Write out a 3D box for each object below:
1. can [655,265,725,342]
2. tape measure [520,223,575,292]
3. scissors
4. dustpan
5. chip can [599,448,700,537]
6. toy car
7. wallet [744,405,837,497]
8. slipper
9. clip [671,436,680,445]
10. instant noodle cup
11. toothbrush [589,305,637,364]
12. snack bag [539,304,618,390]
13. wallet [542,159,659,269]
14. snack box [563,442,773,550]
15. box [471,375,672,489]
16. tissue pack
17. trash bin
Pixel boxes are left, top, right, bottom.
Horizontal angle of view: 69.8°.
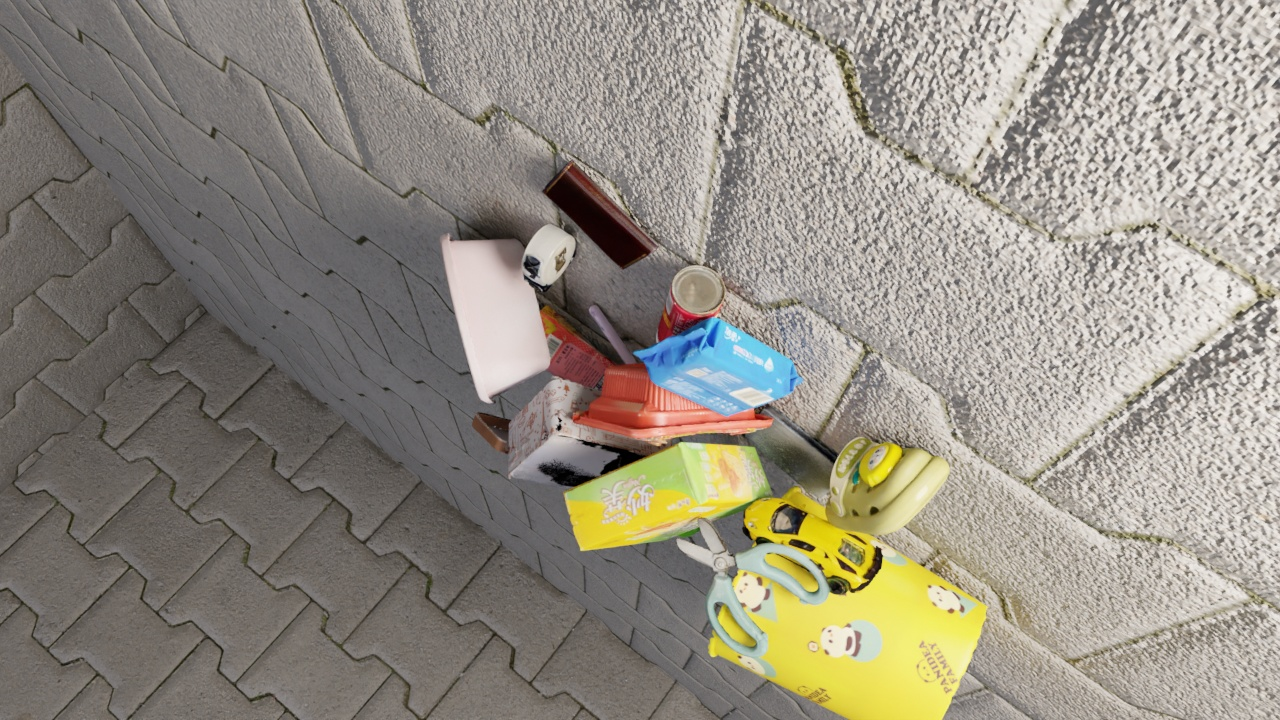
[{"bbox_3d":[0.049,-0.043,0.938,0.053,0.053,0.133,37,158,9],"label":"can"},{"bbox_3d":[-0.103,-0.117,1.025,0.033,0.065,0.066,31,159,12],"label":"tape measure"},{"bbox_3d":[0.125,0.234,0.981,0.179,0.019,0.172,-22,95,27],"label":"scissors"},{"bbox_3d":[-0.222,-0.053,1.153,0.274,0.138,0.222,-17,88,55],"label":"dustpan"},{"bbox_3d":[0.020,0.171,1.362,0.221,0.072,0.073,50,156,-21],"label":"chip can"},{"bbox_3d":[0.183,0.196,0.994,0.156,0.071,0.041,26,132,14],"label":"toy car"},{"bbox_3d":[0.179,0.105,1.057,0.121,0.019,0.097,39,156,9],"label":"wallet"},{"bbox_3d":[0.227,0.123,0.922,0.081,0.091,0.191,43,161,0],"label":"slipper"},{"bbox_3d":[0.050,0.122,1.292,0.030,0.024,0.057,9,136,46],"label":"clip"},{"bbox_3d":[0.032,0.044,1.020,0.165,0.188,0.079,5,96,54],"label":"instant noodle cup"},{"bbox_3d":[-0.007,0.007,1.150,0.029,0.021,0.189,-27,109,27],"label":"toothbrush"},{"bbox_3d":[-0.067,0.016,1.233,0.208,0.073,0.129,37,147,-4],"label":"snack bag"},{"bbox_3d":[-0.044,-0.146,0.941,0.122,0.020,0.096,44,163,-11],"label":"wallet"},{"bbox_3d":[0.037,0.153,1.035,0.209,0.158,0.070,13,-125,-60],"label":"snack box"},{"bbox_3d":[-0.094,0.110,1.180,0.178,0.124,0.275,18,163,-29],"label":"box"},{"bbox_3d":[0.078,0.005,0.906,0.157,0.052,0.095,25,148,-35],"label":"tissue pack"},{"bbox_3d":[0.245,0.307,1.077,0.255,0.229,0.230,26,155,20],"label":"trash bin"}]
